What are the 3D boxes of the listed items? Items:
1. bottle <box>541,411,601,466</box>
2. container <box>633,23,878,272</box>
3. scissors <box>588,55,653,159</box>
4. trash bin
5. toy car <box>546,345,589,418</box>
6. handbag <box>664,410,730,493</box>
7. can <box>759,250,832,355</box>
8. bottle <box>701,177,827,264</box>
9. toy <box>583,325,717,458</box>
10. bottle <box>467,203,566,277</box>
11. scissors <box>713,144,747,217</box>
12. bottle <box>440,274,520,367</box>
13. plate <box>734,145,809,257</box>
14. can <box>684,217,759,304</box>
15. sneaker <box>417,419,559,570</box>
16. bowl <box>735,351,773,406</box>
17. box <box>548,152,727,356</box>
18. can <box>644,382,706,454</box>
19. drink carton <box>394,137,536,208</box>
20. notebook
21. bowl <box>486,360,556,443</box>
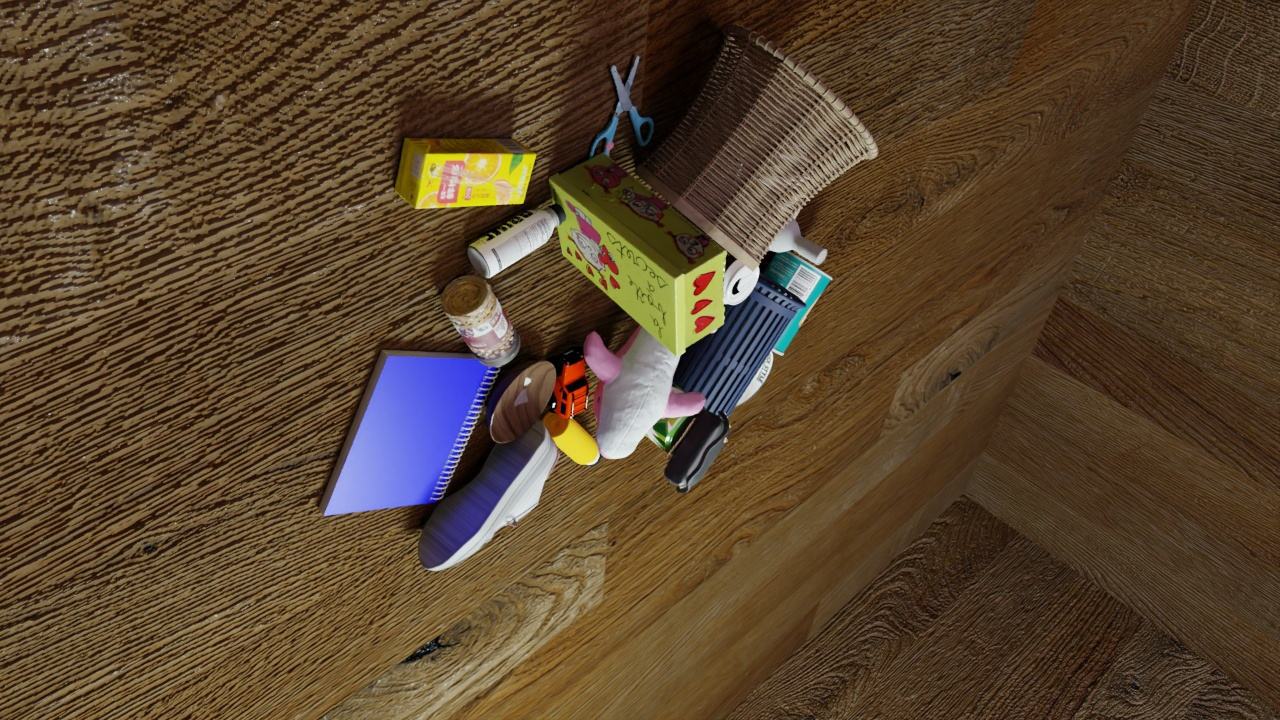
[{"bbox_3d":[-0.094,0.115,1.304,0.043,0.043,0.144,-49,149,-7],"label":"bottle"},{"bbox_3d":[0.125,-0.239,1.075,0.196,0.227,0.226,-50,150,9],"label":"container"},{"bbox_3d":[-0.011,-0.279,1.038,0.117,0.015,0.139,-14,138,-47],"label":"scissors"},{"bbox_3d":[0.121,-0.014,1.372,0.139,0.139,0.250,11,114,-57],"label":"trash bin"},{"bbox_3d":[-0.094,0.031,1.212,0.051,0.049,0.100,-27,141,-37],"label":"toy car"},{"bbox_3d":[0.083,0.126,1.260,0.128,0.054,0.079,-57,153,3],"label":"handbag"},{"bbox_3d":[0.223,-0.095,1.461,0.144,0.099,0.099,-58,149,10],"label":"can"},{"bbox_3d":[0.158,-0.179,1.189,0.052,0.195,0.053,-34,145,-29],"label":"bottle"},{"bbox_3d":[-0.007,0.007,1.226,0.186,0.128,0.265,31,74,-24],"label":"toy"},{"bbox_3d":[-0.131,-0.135,0.997,0.115,0.041,0.041,-37,146,-25],"label":"bottle"},{"bbox_3d":[0.122,-0.208,1.290,0.189,0.015,0.140,-54,148,3],"label":"scissors"},{"bbox_3d":[-0.176,-0.043,1.016,0.056,0.056,0.105,-44,149,-14],"label":"bottle"},{"bbox_3d":[0.200,-0.227,1.348,0.188,0.027,0.189,-39,148,-31],"label":"plate"},{"bbox_3d":[0.088,-0.131,1.210,0.071,0.128,0.072,-34,145,-29],"label":"can"},{"bbox_3d":[-0.187,0.189,1.203,0.236,0.099,0.089,-49,135,-9],"label":"sneaker"},{"bbox_3d":[0.156,0.011,1.511,0.117,0.067,0.117,-34,145,-29],"label":"bowl"},{"bbox_3d":[-0.003,-0.119,1.005,0.079,0.221,0.125,-31,146,-20],"label":"box"},{"bbox_3d":[0.017,0.061,1.298,0.082,0.144,0.083,-34,144,-29],"label":"can"},{"bbox_3d":[-0.169,-0.183,0.894,0.134,0.043,0.059,-13,133,-47],"label":"drink carton"},{"bbox_3d":[-0.263,0.083,1.066,0.171,0.022,0.209,2,120,-53],"label":"notebook"},{"bbox_3d":[-0.157,0.044,1.147,0.119,0.032,0.119,-46,156,-28],"label":"bowl"}]
